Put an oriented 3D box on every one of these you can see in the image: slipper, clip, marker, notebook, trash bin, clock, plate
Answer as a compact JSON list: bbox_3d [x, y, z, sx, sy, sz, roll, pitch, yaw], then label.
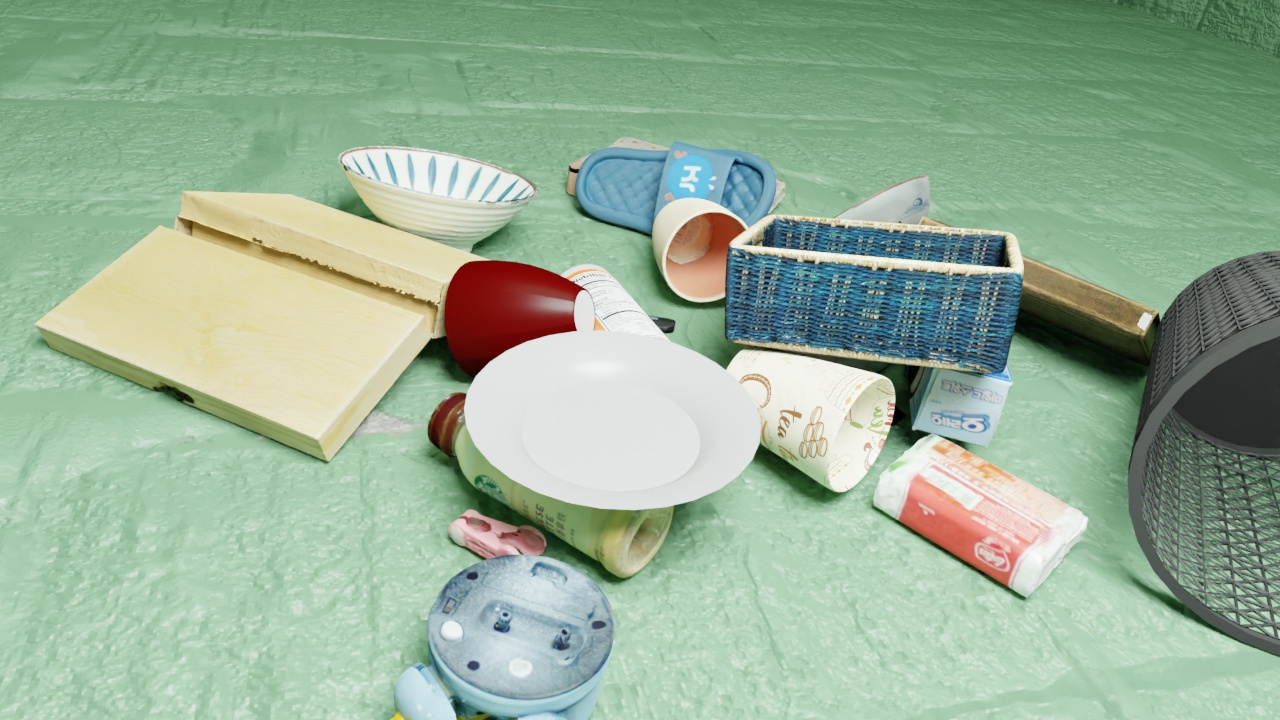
[{"bbox_3d":[0.029,-0.171,0.926,0.214,0.103,0.059,9,-4,19],"label":"slipper"},{"bbox_3d":[-0.087,0.106,0.529,0.058,0.022,0.035,16,35,22],"label":"clip"},{"bbox_3d":[-0.031,-0.039,0.779,0.123,0.015,0.018,8,31,-3],"label":"marker"},{"bbox_3d":[0.346,-0.066,0.812,0.215,0.034,0.190,32,9,33],"label":"notebook"},{"bbox_3d":[0.436,0.035,0.600,0.217,0.217,0.242,19,27,18],"label":"trash bin"},{"bbox_3d":[-0.063,0.149,0.435,0.089,0.052,0.124,16,33,10],"label":"clock"},{"bbox_3d":[-0.017,0.036,0.545,0.173,0.019,0.172,4,33,-3],"label":"plate"}]

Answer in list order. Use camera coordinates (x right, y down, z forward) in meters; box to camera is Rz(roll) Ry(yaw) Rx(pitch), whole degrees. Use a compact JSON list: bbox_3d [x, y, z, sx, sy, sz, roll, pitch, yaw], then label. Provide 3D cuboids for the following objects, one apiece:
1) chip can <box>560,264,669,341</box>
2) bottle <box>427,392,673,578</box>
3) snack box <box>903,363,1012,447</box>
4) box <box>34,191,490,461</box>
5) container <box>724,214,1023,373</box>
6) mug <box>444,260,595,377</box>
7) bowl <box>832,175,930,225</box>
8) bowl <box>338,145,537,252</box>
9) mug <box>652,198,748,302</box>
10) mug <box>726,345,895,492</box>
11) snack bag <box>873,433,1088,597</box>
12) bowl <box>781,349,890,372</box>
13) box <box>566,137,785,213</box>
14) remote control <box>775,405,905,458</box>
[{"bbox_3d":[-0.004,0.004,0.670,0.062,0.062,0.210,-8,35,-25],"label":"chip can"},{"bbox_3d":[-0.060,0.069,0.559,0.162,0.057,0.056,26,36,27],"label":"bottle"},{"bbox_3d":[0.247,-0.010,0.733,0.059,0.059,0.225,13,26,8],"label":"snack box"},{"bbox_3d":[-0.258,-0.051,0.696,0.247,0.097,0.260,18,39,17],"label":"box"},{"bbox_3d":[0.165,-0.052,0.651,0.188,0.071,0.145,7,19,18],"label":"container"},{"bbox_3d":[-0.081,-0.018,0.660,0.088,0.114,0.087,-1,-14,21],"label":"mug"},{"bbox_3d":[0.220,-0.117,0.885,0.150,0.151,0.056,-24,85,-41],"label":"bowl"},{"bbox_3d":[-0.187,-0.140,0.841,0.177,0.071,0.177,11,22,-5],"label":"bowl"},{"bbox_3d":[0.063,-0.101,0.850,0.111,0.085,0.104,29,14,-20],"label":"mug"},{"bbox_3d":[0.121,0.032,0.637,0.097,0.081,0.121,25,15,36],"label":"mug"},{"bbox_3d":[0.219,0.097,0.597,0.116,0.036,0.076,31,38,33],"label":"snack bag"},{"bbox_3d":[0.165,-0.049,0.792,0.132,0.064,0.131,6,32,-4],"label":"bowl"},{"bbox_3d":[0.041,-0.195,1.028,0.216,0.043,0.148,20,30,19],"label":"box"},{"bbox_3d":[0.142,0.048,0.682,0.124,0.010,0.039,-11,36,-28],"label":"remote control"}]
